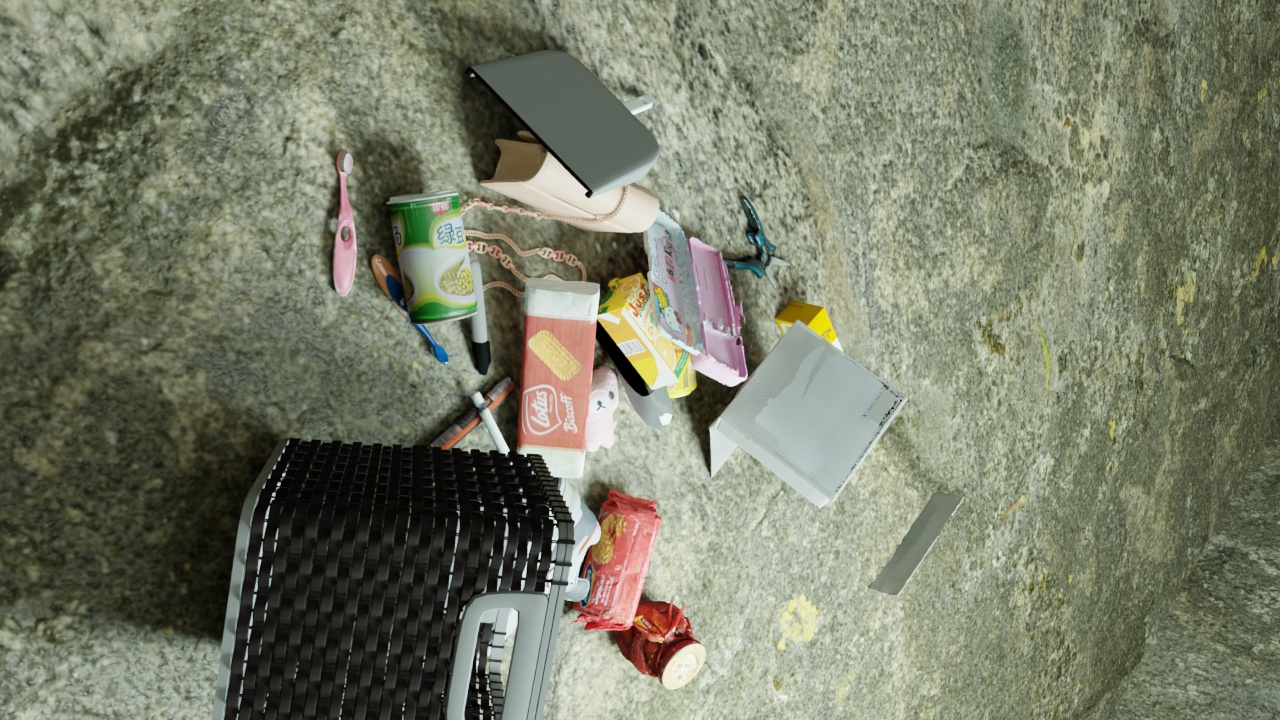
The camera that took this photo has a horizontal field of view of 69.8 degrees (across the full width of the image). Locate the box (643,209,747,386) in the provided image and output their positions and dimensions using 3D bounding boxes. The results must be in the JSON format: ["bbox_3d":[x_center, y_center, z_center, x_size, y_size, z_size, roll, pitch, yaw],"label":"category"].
[{"bbox_3d":[0.056,-0.075,1.050,0.153,0.041,0.200,27,41,-33],"label":"box"}]

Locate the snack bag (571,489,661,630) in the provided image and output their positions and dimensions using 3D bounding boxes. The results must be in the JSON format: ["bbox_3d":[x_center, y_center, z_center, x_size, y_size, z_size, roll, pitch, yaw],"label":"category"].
[{"bbox_3d":[-0.027,0.249,1.120,0.082,0.082,0.176,13,93,-41],"label":"snack bag"}]

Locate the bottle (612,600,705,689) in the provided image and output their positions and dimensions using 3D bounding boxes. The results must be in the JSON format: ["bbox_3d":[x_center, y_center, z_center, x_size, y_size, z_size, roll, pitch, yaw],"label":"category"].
[{"bbox_3d":[0.022,0.352,1.171,0.098,0.111,0.099,-19,125,-30],"label":"bottle"}]

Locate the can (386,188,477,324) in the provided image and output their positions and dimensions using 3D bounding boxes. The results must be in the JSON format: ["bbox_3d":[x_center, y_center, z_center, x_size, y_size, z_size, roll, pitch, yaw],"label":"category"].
[{"bbox_3d":[-0.199,-0.100,0.878,0.067,0.067,0.121,-17,106,-36],"label":"can"}]

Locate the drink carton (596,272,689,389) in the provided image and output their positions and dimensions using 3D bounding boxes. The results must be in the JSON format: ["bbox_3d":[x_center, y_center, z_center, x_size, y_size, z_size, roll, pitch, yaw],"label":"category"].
[{"bbox_3d":[0.005,-0.033,1.010,0.122,0.041,0.058,52,42,-27],"label":"drink carton"}]

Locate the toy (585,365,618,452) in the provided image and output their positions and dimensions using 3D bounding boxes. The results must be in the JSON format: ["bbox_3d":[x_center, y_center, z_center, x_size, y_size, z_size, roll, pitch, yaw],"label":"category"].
[{"bbox_3d":[-0.058,0.057,1.052,0.098,0.053,0.096,-13,83,-38],"label":"toy"}]

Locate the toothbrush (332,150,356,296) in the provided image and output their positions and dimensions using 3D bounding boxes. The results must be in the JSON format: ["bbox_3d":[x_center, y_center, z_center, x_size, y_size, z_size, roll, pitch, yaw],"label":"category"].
[{"bbox_3d":[-0.274,-0.126,0.850,0.021,0.016,0.135,-6,105,-39],"label":"toothbrush"}]

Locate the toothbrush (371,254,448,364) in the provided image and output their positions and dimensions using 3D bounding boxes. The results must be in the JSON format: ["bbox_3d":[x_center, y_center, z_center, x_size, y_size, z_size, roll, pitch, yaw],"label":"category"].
[{"bbox_3d":[-0.229,-0.049,0.912,0.021,0.017,0.135,-45,124,-26],"label":"toothbrush"}]

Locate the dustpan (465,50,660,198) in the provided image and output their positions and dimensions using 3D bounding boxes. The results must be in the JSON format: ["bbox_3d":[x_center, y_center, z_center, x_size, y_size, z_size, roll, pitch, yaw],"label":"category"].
[{"bbox_3d":[-0.047,-0.250,0.934,0.163,0.033,0.256,46,39,3],"label":"dustpan"}]

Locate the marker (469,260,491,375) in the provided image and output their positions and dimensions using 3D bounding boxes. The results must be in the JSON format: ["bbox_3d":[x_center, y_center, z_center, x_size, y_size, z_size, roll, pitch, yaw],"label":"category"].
[{"bbox_3d":[-0.166,-0.043,0.946,0.022,0.016,0.139,-49,149,-48],"label":"marker"}]

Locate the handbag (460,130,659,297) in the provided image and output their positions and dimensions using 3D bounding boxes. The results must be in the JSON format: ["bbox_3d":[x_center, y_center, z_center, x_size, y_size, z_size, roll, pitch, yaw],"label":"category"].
[{"bbox_3d":[-0.078,-0.122,0.948,0.198,0.117,0.187,18,91,-42],"label":"handbag"}]

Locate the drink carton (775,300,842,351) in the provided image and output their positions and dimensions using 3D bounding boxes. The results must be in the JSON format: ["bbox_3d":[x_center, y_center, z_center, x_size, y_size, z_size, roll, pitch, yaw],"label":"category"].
[{"bbox_3d":[0.242,-0.022,1.282,0.040,0.059,0.122,-46,127,-21],"label":"drink carton"}]

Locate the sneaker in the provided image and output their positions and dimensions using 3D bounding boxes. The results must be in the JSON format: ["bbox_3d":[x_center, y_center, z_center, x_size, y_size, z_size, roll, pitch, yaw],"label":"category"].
[{"bbox_3d":[-0.119,0.251,1.038,0.124,0.089,0.239,39,73,-37],"label":"sneaker"}]

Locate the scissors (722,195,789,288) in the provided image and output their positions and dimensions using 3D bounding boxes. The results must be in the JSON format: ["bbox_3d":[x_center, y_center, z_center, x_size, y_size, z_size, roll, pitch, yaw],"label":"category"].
[{"bbox_3d":[0.142,-0.138,1.193,0.117,0.019,0.148,-43,128,-23],"label":"scissors"}]

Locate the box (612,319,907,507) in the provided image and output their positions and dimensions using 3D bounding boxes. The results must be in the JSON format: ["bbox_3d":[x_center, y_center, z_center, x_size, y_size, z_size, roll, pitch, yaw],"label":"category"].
[{"bbox_3d":[0.119,0.053,1.222,0.166,0.447,0.165,-48,118,-20],"label":"box"}]

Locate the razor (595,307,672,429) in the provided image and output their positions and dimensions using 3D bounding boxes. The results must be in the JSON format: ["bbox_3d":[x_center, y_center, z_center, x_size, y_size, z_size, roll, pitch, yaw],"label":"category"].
[{"bbox_3d":[-0.006,0.006,1.062,0.057,0.060,0.156,-25,105,-1],"label":"razor"}]

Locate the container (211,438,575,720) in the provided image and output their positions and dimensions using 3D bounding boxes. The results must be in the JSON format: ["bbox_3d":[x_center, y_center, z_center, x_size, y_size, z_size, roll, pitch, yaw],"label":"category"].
[{"bbox_3d":[-0.215,0.210,0.804,0.243,0.245,0.247,9,97,-15],"label":"container"}]

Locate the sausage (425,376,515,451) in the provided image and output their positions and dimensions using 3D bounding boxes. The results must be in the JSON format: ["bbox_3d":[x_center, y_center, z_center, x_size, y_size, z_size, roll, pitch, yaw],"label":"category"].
[{"bbox_3d":[-0.187,0.069,0.976,0.155,0.020,0.020,-44,126,-22],"label":"sausage"}]

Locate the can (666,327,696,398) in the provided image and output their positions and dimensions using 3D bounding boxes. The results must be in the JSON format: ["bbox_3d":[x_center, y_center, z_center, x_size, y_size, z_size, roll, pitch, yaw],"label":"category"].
[{"bbox_3d":[0.032,-0.013,1.103,0.067,0.068,0.105,-17,112,-36],"label":"can"}]

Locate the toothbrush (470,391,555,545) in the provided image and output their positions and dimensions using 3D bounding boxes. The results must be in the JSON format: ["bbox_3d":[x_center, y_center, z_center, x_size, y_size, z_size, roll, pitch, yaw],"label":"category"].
[{"bbox_3d":[-0.137,0.118,0.977,0.017,0.012,0.187,-29,98,-26],"label":"toothbrush"}]

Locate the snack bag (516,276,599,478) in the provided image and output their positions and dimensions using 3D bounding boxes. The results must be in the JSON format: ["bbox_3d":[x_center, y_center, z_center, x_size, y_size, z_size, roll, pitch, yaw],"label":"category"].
[{"bbox_3d":[-0.091,0.023,0.982,0.077,0.041,0.225,6,113,-2],"label":"snack bag"}]
